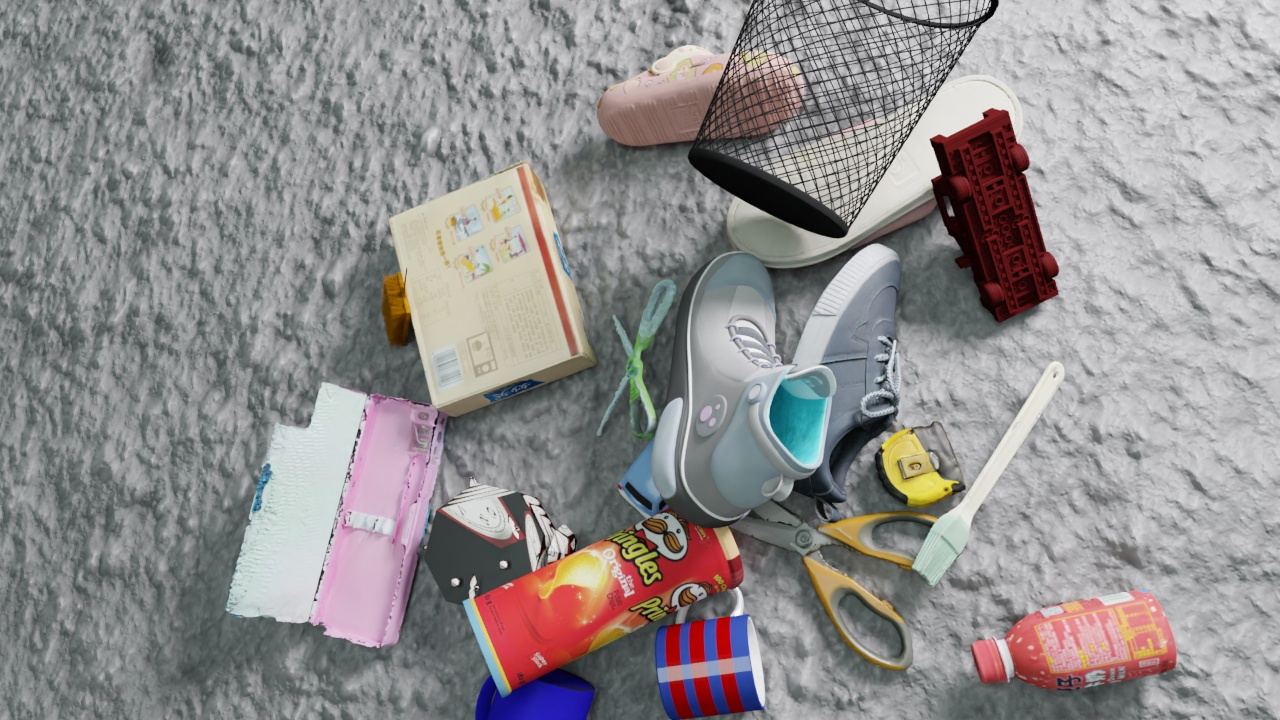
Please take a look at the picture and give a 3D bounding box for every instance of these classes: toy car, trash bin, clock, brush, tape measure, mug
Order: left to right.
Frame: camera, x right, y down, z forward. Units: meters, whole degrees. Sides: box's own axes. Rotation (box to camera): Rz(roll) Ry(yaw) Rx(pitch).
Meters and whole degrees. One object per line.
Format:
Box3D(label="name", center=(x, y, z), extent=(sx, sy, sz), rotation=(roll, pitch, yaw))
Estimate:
Box3D(label="brush", center=(-0.233, -0.056, 0.874), extent=(0.017, 0.127, 0.048), rotation=(-10, 72, -21))
Box3D(label="clock", center=(-0.120, 0.178, 0.818), extent=(0.155, 0.065, 0.114), rotation=(33, 86, 19))
Box3D(label="mug", center=(-0.100, 0.304, 0.783), extent=(0.111, 0.079, 0.083), rotation=(9, 78, 44))
Box3D(label="toy car", center=(0.044, 0.072, 0.809), extent=(0.056, 0.055, 0.153), rotation=(40, 89, 19))
Box3D(label="mug", center=(0.057, 0.237, 0.764), extent=(0.076, 0.075, 0.111), rotation=(-11, 48, 11))
Box3D(label="trash bin", center=(0.149, -0.224, 0.737), extent=(0.184, 0.184, 0.210), rotation=(29, 94, 18))
Box3D(label="tape measure", center=(0.231, 0.089, 0.768), extent=(0.064, 0.037, 0.065), rotation=(-19, 73, 8))
Box3D(label="toy car", center=(0.290, -0.121, 0.764), extent=(0.070, 0.061, 0.170), rotation=(-26, 115, 4))
Box3D(label="brush", center=(0.289, 0.089, 0.750), extent=(0.217, 0.033, 0.012), rotation=(-53, 29, -10))

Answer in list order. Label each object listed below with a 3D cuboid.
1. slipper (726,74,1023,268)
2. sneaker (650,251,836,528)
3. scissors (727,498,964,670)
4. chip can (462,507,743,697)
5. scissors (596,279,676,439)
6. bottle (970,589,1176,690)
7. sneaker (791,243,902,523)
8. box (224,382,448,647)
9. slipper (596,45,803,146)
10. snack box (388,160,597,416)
Box3D(label="slipper", center=(0.207, -0.163, 0.825), extent=(0.275, 0.054, 0.114), rotation=(-25, 72, 10))
Box3D(label="sneaker", center=(0.095, -0.002, 0.718), extent=(0.093, 0.161, 0.256), rotation=(25, 58, -21))
Box3D(label="scissors", center=(0.163, 0.151, 0.781), extent=(0.225, 0.016, 0.175), rotation=(42, 89, 19))
Box3D(label="chip can", center=(-0.029, 0.187, 0.746), extent=(0.213, 0.087, 0.087), rotation=(-22, 71, -14))
Box3D(label="scissors", center=(-0.005, 0.004, 0.813), extent=(0.171, 0.021, 0.173), rotation=(-112, 37, -50))
Box3D(label="bottle", center=(0.327, 0.219, 0.702), extent=(0.138, 0.062, 0.062), rotation=(-15, 74, 11))
Box3D(label="sneaker", center=(0.179, 0.016, 0.769), extent=(0.087, 0.089, 0.235), rotation=(22, 89, 31))
Box3D(label="box", center=(-0.280, 0.141, 0.869), extent=(0.161, 0.062, 0.230), rotation=(12, 80, -4))
Box3D(label="slipper", center=(0.054, -0.263, 0.872), extent=(0.197, 0.093, 0.081), rotation=(-6, 65, 13))
Box3D(label="snack box", center=(-0.145, -0.068, 0.888), extent=(0.153, 0.055, 0.207), rotation=(-20, 73, 9))
